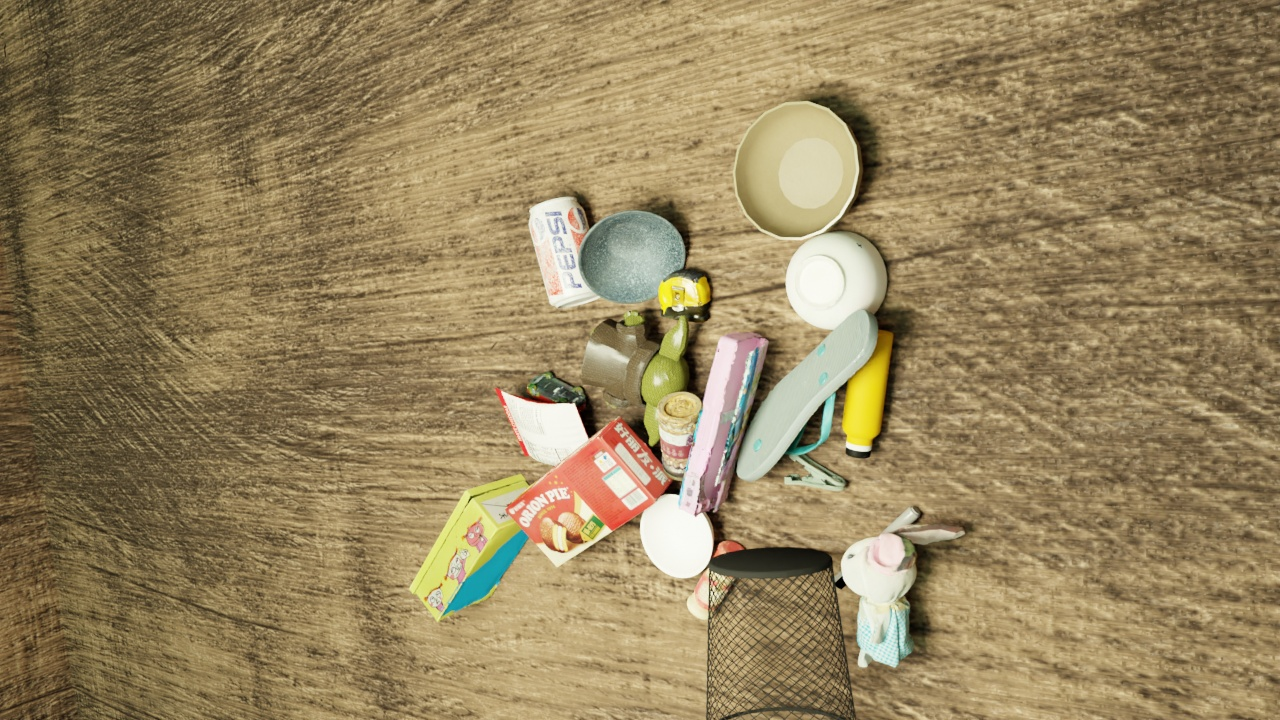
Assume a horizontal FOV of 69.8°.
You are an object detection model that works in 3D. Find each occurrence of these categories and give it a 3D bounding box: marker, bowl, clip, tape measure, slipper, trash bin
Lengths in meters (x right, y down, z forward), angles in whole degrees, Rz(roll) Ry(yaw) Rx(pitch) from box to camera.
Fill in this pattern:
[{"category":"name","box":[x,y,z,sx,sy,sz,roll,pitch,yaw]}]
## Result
[{"category":"marker","box":[0.272,0.217,1.064,0.016,0.016,0.141,49,121,19]},{"category":"bowl","box":[-0.014,-0.144,1.174,0.137,0.137,0.057,-54,27,28]},{"category":"bowl","box":[0.184,-0.213,1.039,0.153,0.050,0.152,6,100,34]},{"category":"clip","box":[0.210,0.138,1.093,0.076,0.023,0.059,18,109,34]},{"category":"tape measure","box":[0.054,-0.082,1.154,0.066,0.037,0.064,11,114,27]},{"category":"bowl","box":[0.212,-0.088,1.031,0.114,0.063,0.113,6,100,35]},{"category":"slipper","box":[0.197,0.045,1.055,0.270,0.054,0.098,-57,22,37]},{"category":"trash bin","box":[0.158,0.336,1.072,0.184,0.183,0.210,-4,89,35]},{"category":"bowl","box":[0.057,0.225,1.202,0.110,0.040,0.110,6,100,35]}]

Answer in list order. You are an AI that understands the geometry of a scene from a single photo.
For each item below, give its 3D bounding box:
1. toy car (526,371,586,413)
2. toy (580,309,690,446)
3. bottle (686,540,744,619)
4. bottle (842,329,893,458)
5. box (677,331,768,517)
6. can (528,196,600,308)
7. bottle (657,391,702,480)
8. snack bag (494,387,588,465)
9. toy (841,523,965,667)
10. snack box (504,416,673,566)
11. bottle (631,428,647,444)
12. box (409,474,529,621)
[{"category":"toy car","box":[-0.119,0.048,1.298,0.091,0.042,0.036,27,136,24]},{"category":"toy","box":[-0.007,0.007,1.190,0.153,0.078,0.180,23,113,23]},{"category":"bottle","box":[0.098,0.283,1.181,0.044,0.044,0.109,38,118,25]},{"category":"bottle","box":[0.254,0.038,1.033,0.043,0.043,0.144,12,104,33]},{"category":"box","box":[0.108,0.080,1.116,0.053,0.084,0.231,23,110,32]},{"category":"can","box":[-0.100,-0.144,1.233,0.078,0.078,0.136,-17,87,36]},{"category":"bottle","box":[0.052,0.095,1.151,0.056,0.056,0.105,22,137,31]},{"category":"snack bag","box":[-0.132,0.102,1.297,0.144,0.039,0.131,8,132,34]},{"category":"toy","box":[0.273,0.258,1.032,0.106,0.130,0.206,33,129,41]},{"category":"snack box","box":[-0.074,0.182,1.242,0.113,0.060,0.237,48,129,-2]},{"category":"bottle","box":[-0.033,0.141,1.259,0.030,0.030,0.113,49,121,19]},{"category":"box","box":[-0.244,0.281,1.375,0.081,0.124,0.222,47,122,21]}]
